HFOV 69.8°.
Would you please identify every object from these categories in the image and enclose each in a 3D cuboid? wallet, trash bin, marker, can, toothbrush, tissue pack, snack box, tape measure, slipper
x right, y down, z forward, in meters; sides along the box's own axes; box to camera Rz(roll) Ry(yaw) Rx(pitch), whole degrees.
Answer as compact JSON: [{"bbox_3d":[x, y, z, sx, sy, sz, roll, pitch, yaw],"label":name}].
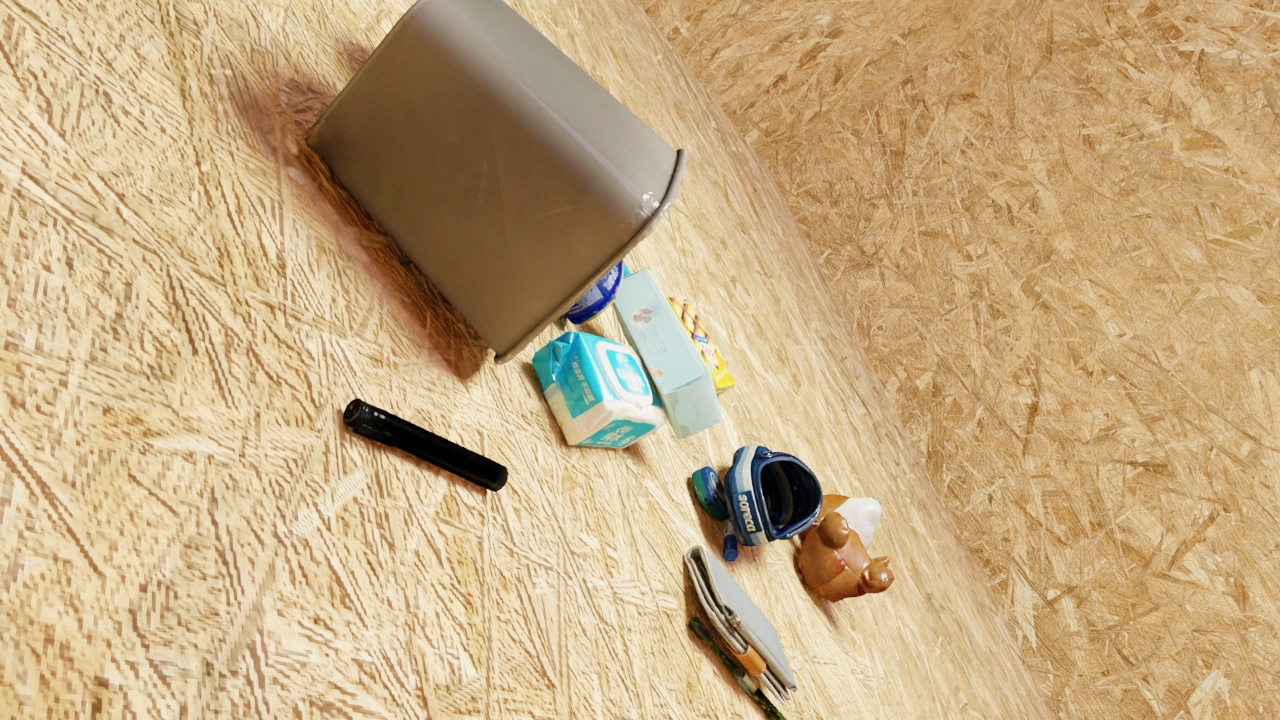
[{"bbox_3d":[0.090,0.244,0.840,0.130,0.037,0.106,51,8,-22],"label":"wallet"},{"bbox_3d":[-0.109,-0.154,0.711,0.220,0.199,0.198,44,24,-14],"label":"trash bin"},{"bbox_3d":[-0.133,0.057,0.587,0.132,0.020,0.022,36,17,-48],"label":"marker"},{"bbox_3d":[-0.058,-0.095,0.943,0.049,0.075,0.148,52,18,-26],"label":"can"},{"bbox_3d":[0.099,0.292,0.817,0.186,0.012,0.017,52,-20,-20],"label":"toothbrush"},{"bbox_3d":[-0.033,0.026,0.827,0.140,0.063,0.090,15,46,-64],"label":"tissue pack"},{"bbox_3d":[0.099,0.171,1.012,0.017,0.017,0.145,52,19,-17],"label":"marker"},{"bbox_3d":[0.022,-0.009,0.915,0.074,0.051,0.174,69,-5,-46],"label":"snack box"},{"bbox_3d":[0.071,-0.018,1.223,0.140,0.034,0.086,63,19,9],"label":"snack box"},{"bbox_3d":[0.074,0.142,0.982,0.058,0.025,0.054,48,18,-51],"label":"tape measure"},{"bbox_3d":[0.153,0.144,1.030,0.252,0.095,0.105,4,74,-74],"label":"slipper"}]

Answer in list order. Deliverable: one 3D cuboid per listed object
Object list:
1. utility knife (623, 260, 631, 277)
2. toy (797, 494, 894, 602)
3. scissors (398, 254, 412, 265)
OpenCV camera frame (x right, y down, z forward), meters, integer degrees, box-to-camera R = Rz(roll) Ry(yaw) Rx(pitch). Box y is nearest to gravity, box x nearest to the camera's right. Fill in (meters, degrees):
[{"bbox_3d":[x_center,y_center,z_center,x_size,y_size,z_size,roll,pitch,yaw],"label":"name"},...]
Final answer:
[{"bbox_3d":[-0.034,-0.130,1.114,0.186,0.018,0.034,59,8,-40],"label":"utility knife"},{"bbox_3d":[0.261,0.227,1.197,0.140,0.130,0.199,52,9,-1],"label":"toy"},{"bbox_3d":[-0.163,-0.097,0.776,0.176,0.012,0.162,46,23,-30],"label":"scissors"}]
